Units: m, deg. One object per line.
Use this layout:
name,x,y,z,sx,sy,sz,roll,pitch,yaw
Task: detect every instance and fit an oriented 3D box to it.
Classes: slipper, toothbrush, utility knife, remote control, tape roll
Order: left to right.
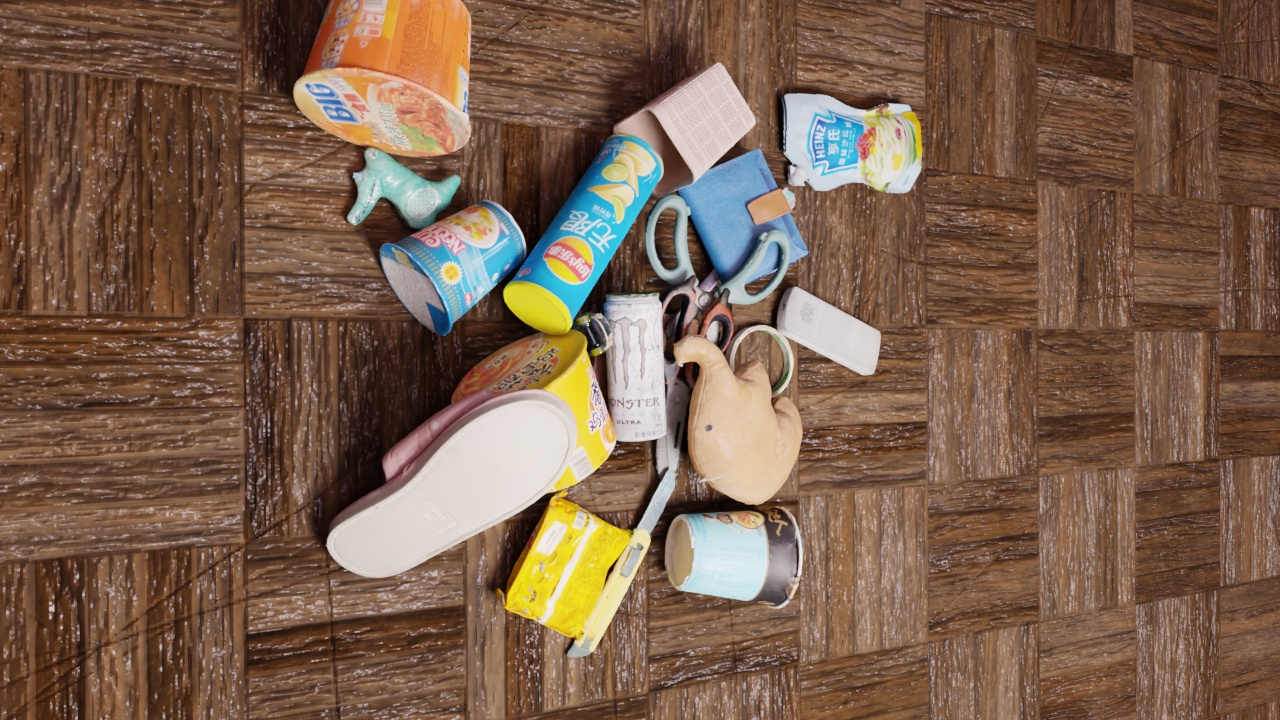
slipper,-0.168,0.105,0.809,0.275,0.054,0.114,-36,121,21
utility knife,-0.016,0.215,0.970,0.031,0.022,0.219,35,74,-31
toothbrush,0.112,-0.123,1.031,0.189,0.021,0.029,-48,127,-16
tape roll,0.135,0.003,1.046,0.085,0.014,0.086,0,90,-26
remote control,0.222,-0.033,1.079,0.150,0.021,0.058,24,70,-26

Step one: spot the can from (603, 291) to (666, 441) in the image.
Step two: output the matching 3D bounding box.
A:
can,-0.005,0.005,0.920,0.058,0.058,0.147,-6,98,-26

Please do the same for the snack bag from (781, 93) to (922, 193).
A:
snack bag,0.250,-0.256,1.090,0.190,0.039,0.110,-3,102,-25

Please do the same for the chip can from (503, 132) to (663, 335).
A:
chip can,-0.052,-0.127,0.899,0.071,0.071,0.209,41,61,-20

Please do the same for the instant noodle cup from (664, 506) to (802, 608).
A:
instant noodle cup,0.094,0.207,0.981,0.120,0.111,0.111,7,87,-20

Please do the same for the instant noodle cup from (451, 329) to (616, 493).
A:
instant noodle cup,-0.092,0.051,0.871,0.137,0.138,0.110,-36,118,-22

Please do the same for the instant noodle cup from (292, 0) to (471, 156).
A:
instant noodle cup,-0.216,-0.263,0.806,0.151,0.152,0.111,13,76,-26

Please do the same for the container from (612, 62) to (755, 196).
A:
container,0.049,-0.246,0.964,0.110,0.090,0.090,-43,107,-23

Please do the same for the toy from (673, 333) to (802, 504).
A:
toy,0.097,0.066,0.957,0.226,0.083,0.143,45,57,-44

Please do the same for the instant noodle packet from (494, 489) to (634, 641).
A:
instant noodle packet,-0.076,0.204,0.926,0.110,0.044,0.128,34,79,-29

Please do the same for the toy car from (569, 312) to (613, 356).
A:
toy car,-0.060,-0.025,0.908,0.035,0.091,0.042,-37,106,-38

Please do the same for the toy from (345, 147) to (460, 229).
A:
toy,-0.229,-0.157,0.860,0.092,0.030,0.096,34,83,-17

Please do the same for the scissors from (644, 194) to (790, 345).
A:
scissors,0.070,-0.108,0.962,0.170,0.019,0.180,-42,110,-7

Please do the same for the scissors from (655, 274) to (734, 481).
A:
scissors,0.054,0.024,0.971,0.192,0.015,0.207,-35,115,-7

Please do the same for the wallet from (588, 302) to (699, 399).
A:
wallet,0.001,-0.003,0.972,0.124,0.032,0.101,8,90,-26

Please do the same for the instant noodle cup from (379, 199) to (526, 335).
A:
instant noodle cup,-0.169,-0.094,0.859,0.109,0.099,0.099,-41,107,-29

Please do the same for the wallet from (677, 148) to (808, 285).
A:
wallet,0.112,-0.154,1.006,0.106,0.040,0.133,-25,91,-12
